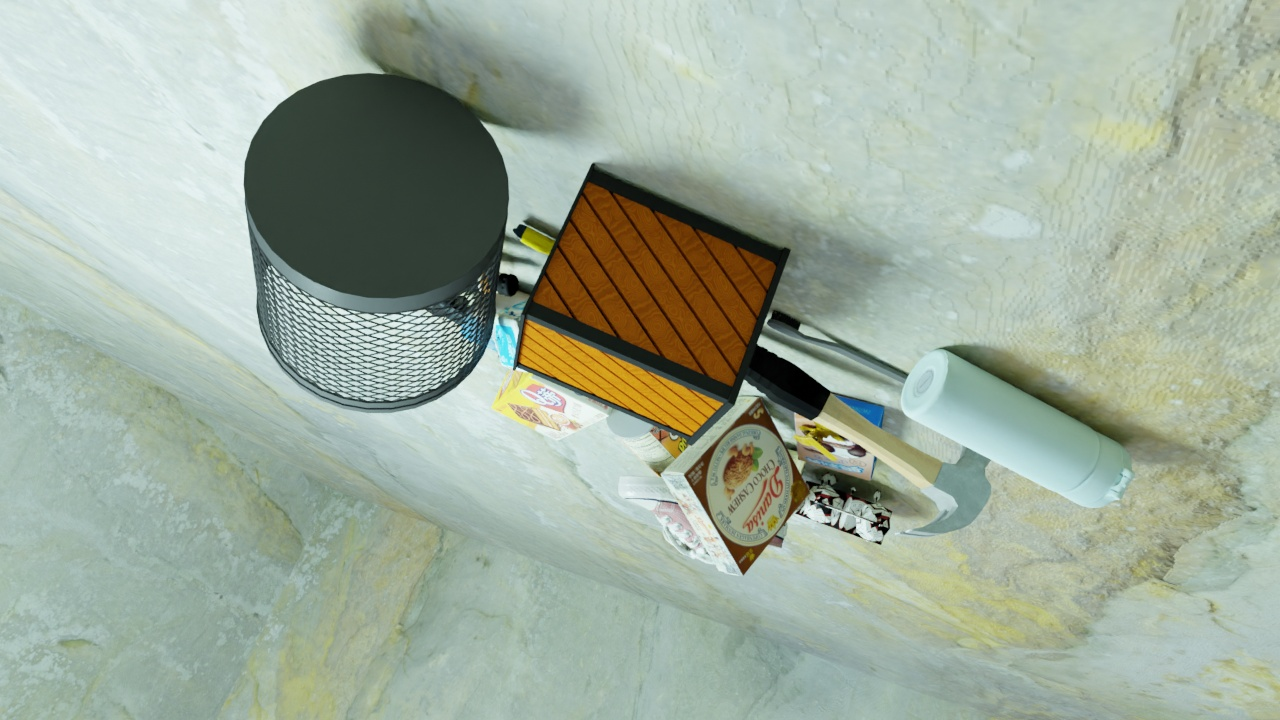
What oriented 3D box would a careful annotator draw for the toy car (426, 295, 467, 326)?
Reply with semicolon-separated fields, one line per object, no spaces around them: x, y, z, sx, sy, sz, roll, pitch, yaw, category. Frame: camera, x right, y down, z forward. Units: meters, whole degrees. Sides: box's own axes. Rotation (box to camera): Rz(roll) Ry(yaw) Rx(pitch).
-0.238;-0.073;1.058;0.112;0.034;0.046;34;162;11;toy car

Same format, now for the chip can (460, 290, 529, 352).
-0.079;-0.016;1.007;0.229;0.079;0.080;23;160;0;chip can

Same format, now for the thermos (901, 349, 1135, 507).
0.330;0.063;0.796;0.207;0.065;0.078;26;-178;-11;thermos

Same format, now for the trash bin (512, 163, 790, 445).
0.004;-0.040;0.766;0.172;0.139;0.140;23;160;-2;trash bin

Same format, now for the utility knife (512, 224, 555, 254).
-0.039;-0.083;0.866;0.179;0.030;0.017;24;124;-9;utility knife

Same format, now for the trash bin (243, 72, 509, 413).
-0.219;-0.093;0.771;0.217;0.217;0.228;25;156;-6;trash bin

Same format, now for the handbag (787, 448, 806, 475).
0.149;0.147;1.169;0.119;0.081;0.111;17;165;10;handbag

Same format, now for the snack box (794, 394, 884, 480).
0.216;0.082;1.004;0.087;0.034;0.151;15;159;18;snack box

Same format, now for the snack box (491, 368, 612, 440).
-0.113;0.041;1.199;0.110;0.061;0.231;28;159;-14;snack box

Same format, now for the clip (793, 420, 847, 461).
0.181;0.084;0.951;0.049;0.044;0.054;-29;131;32;clip

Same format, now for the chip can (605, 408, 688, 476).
0.034;0.112;1.207;0.075;0.075;0.215;9;156;31;chip can

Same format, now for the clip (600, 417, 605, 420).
-0.025;0.064;1.245;0.058;0.050;0.102;20;162;-14;clip

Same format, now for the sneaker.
0.076;0.212;1.182;0.241;0.087;0.118;21;166;-15;sneaker

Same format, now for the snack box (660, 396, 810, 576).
0.111;0.140;1.033;0.041;0.142;0.147;-4;122;52;snack box

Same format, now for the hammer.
0.186;0.052;0.879;0.328;0.131;0.039;32;159;-1;hammer

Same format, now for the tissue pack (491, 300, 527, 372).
-0.091;-0.031;0.894;0.144;0.092;0.062;8;115;69;tissue pack

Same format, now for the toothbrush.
0.192;-0.006;0.843;0.167;0.013;0.013;24;160;-9;toothbrush

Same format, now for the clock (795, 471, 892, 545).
0.262;0.185;1.164;0.115;0.065;0.154;19;175;10;clock

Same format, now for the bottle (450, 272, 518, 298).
-0.210;-0.094;0.963;0.182;0.059;0.059;13;158;22;bottle

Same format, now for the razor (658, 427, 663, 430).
-0.005;0.006;0.938;0.057;0.060;0.156;-118;9;-73;razor
